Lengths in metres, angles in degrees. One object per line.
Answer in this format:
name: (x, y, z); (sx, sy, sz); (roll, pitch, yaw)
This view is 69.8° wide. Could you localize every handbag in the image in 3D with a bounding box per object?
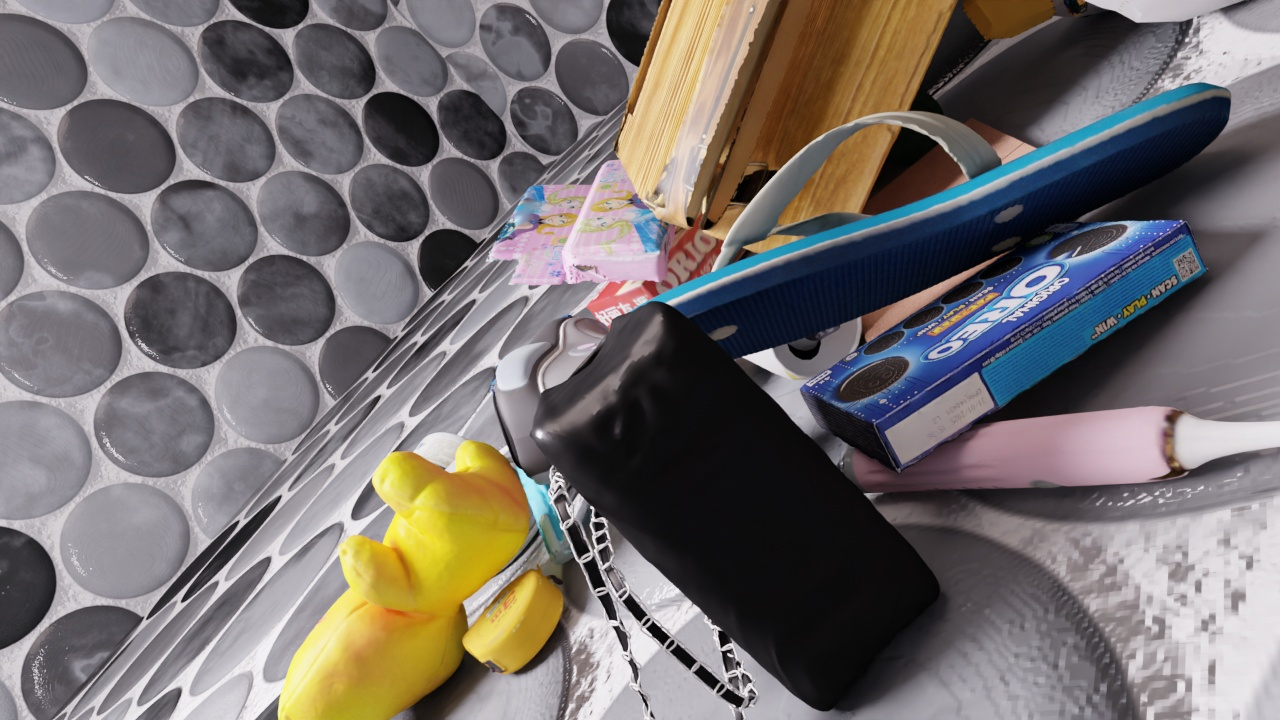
handbag: (0.016, 0.064, 0.366); (0.114, 0.153, 0.125); (-49, 11, -2)

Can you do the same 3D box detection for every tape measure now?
tape measure: (-0.072, 0.157, 0.550); (0.068, 0.030, 0.059); (-51, 17, -14)

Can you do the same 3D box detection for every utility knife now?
utility knife: (-0.078, 0.079, 0.660); (0.022, 0.015, 0.168); (-44, 42, 14)

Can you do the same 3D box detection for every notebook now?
notebook: (0.182, -0.085, 0.573); (0.142, 0.008, 0.208); (-40, 17, 16)

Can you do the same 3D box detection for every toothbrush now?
toothbrush: (0.156, 0.031, 0.319); (0.223, 0.027, 0.026); (-16, 75, 59)

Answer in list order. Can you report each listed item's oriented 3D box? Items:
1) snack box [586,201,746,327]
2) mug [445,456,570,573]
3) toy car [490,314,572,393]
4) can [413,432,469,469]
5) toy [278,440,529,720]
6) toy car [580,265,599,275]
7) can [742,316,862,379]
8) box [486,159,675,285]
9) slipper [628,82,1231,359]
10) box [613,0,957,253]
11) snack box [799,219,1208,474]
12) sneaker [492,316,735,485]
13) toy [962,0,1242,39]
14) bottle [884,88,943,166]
snack box: (0.059, -0.121, 0.861); (0.235, 0.060, 0.113); (-51, 16, -23)
mug: (-0.111, 0.104, 0.703); (0.113, 0.070, 0.084); (-45, 16, 5)
toy car: (-0.102, 0.004, 0.952); (0.120, 0.056, 0.043); (-43, 17, -2)
can: (-0.164, 0.106, 0.795); (0.086, 0.086, 0.043); (-29, 22, 43)
toy: (-0.140, 0.149, 0.590); (0.194, 0.087, 0.134); (-61, -18, 6)
toy car: (-0.034, -0.107, 0.863); (0.047, 0.047, 0.111); (-61, 8, 32)
can: (0.086, -0.026, 0.559); (0.064, 0.064, 0.127); (-45, 16, -3)
box: (-0.047, -0.127, 0.808); (0.159, 0.035, 0.229); (-2, 30, 8)
slipper: (0.117, -0.068, 0.437); (0.295, 0.060, 0.118); (-22, -20, 11)
box: (0.099, -0.231, 0.631); (0.246, 0.176, 0.280); (-84, 15, -67)
snack box: (0.147, -0.011, 0.388); (0.150, 0.027, 0.082); (-33, 12, -6)
sneaker: (-0.005, 0.004, 0.697); (0.160, 0.093, 0.256); (-16, 11, 13)
toy: (0.300, -0.262, 0.521); (0.247, 0.141, 0.266); (-15, 4, 28)
bottle: (0.197, -0.201, 0.741); (0.055, 0.055, 0.174); (-39, 16, 17)
